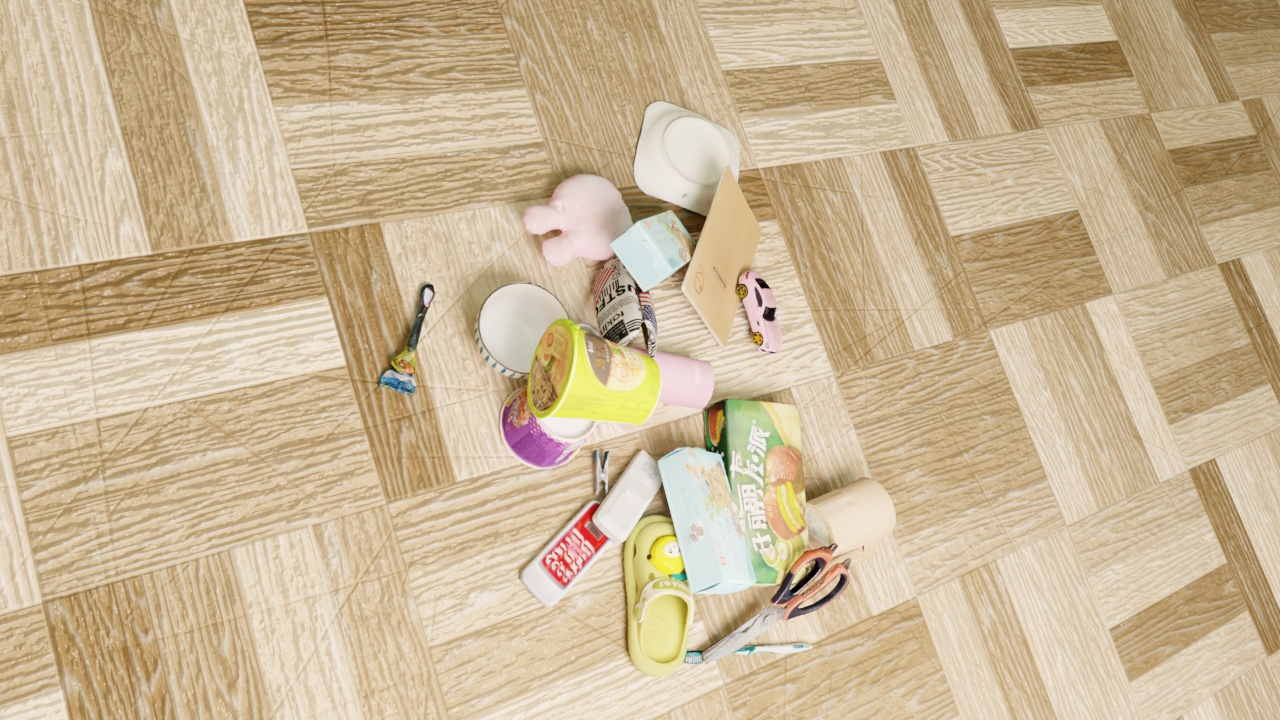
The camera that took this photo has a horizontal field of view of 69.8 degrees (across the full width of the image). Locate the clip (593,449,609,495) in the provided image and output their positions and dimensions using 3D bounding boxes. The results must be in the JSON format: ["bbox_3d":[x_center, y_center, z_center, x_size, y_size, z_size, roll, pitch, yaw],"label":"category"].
[{"bbox_3d":[-0.048,0.139,1.137,0.038,0.026,0.058,4,78,-15],"label":"clip"}]

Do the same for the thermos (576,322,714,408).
[{"bbox_3d":[-0.007,0.007,1.176,0.198,0.067,0.087,11,63,-21],"label":"thermos"}]

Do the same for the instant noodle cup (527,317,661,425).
[{"bbox_3d":[-0.046,0.021,1.020,0.123,0.112,0.111,15,68,-29],"label":"instant noodle cup"}]

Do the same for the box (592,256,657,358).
[{"bbox_3d":[-0.006,-0.067,1.172,0.087,0.076,0.162,32,27,-30],"label":"box"}]

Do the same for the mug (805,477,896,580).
[{"bbox_3d":[0.271,0.227,1.224,0.103,0.084,0.125,-16,120,-26],"label":"mug"}]

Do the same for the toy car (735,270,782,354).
[{"bbox_3d":[0.172,-0.068,1.289,0.056,0.037,0.122,-6,77,-51],"label":"toy car"}]

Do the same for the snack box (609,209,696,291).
[{"bbox_3d":[0.023,-0.146,1.193,0.074,0.052,0.174,54,21,-2],"label":"snack box"}]

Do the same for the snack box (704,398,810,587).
[{"bbox_3d":[0.151,0.173,1.196,0.114,0.063,0.239,7,72,-25],"label":"snack box"}]

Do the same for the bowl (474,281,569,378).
[{"bbox_3d":[-0.149,-0.030,1.119,0.116,0.066,0.116,7,71,-22],"label":"bowl"}]

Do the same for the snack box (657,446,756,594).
[{"bbox_3d":[0.080,0.195,1.115,0.074,0.052,0.174,19,49,-50],"label":"snack box"}]

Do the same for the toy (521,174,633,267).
[{"bbox_3d":[-0.081,-0.182,1.204,0.159,0.054,0.121,-27,85,-36],"label":"toy"}]

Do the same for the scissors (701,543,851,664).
[{"bbox_3d":[0.164,0.299,1.134,0.208,0.015,0.185,6,104,-25],"label":"scissors"}]

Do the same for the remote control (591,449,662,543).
[{"bbox_3d":[-0.011,0.167,1.133,0.049,0.024,0.124,44,47,-8],"label":"remote control"}]

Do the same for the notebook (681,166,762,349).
[{"bbox_3d":[0.117,-0.141,1.263,0.148,0.008,0.207,51,51,-47],"label":"notebook"}]

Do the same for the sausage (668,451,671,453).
[{"bbox_3d":[0.060,0.196,1.171,0.021,0.022,0.165,-11,79,-28],"label":"sausage"}]

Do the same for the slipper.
[{"bbox_3d":[0.033,0.280,1.099,0.091,0.082,0.190,10,73,-25],"label":"slipper"}]

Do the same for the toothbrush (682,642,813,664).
[{"bbox_3d":[0.137,0.369,1.156,0.191,0.016,0.018,5,82,-23],"label":"toothbrush"}]

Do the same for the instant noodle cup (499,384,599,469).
[{"bbox_3d":[-0.102,0.066,1.092,0.111,0.099,0.111,8,69,-22],"label":"instant noodle cup"}]

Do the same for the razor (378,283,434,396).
[{"bbox_3d":[-0.268,-0.030,1.089,0.042,0.022,0.142,21,66,-20],"label":"razor"}]

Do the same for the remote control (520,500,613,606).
[{"bbox_3d":[-0.082,0.229,1.095,0.056,0.020,0.135,49,60,-5],"label":"remote control"}]

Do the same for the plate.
[{"bbox_3d":[0.076,-0.296,1.327,0.164,0.034,0.163,17,67,-19],"label":"plate"}]
